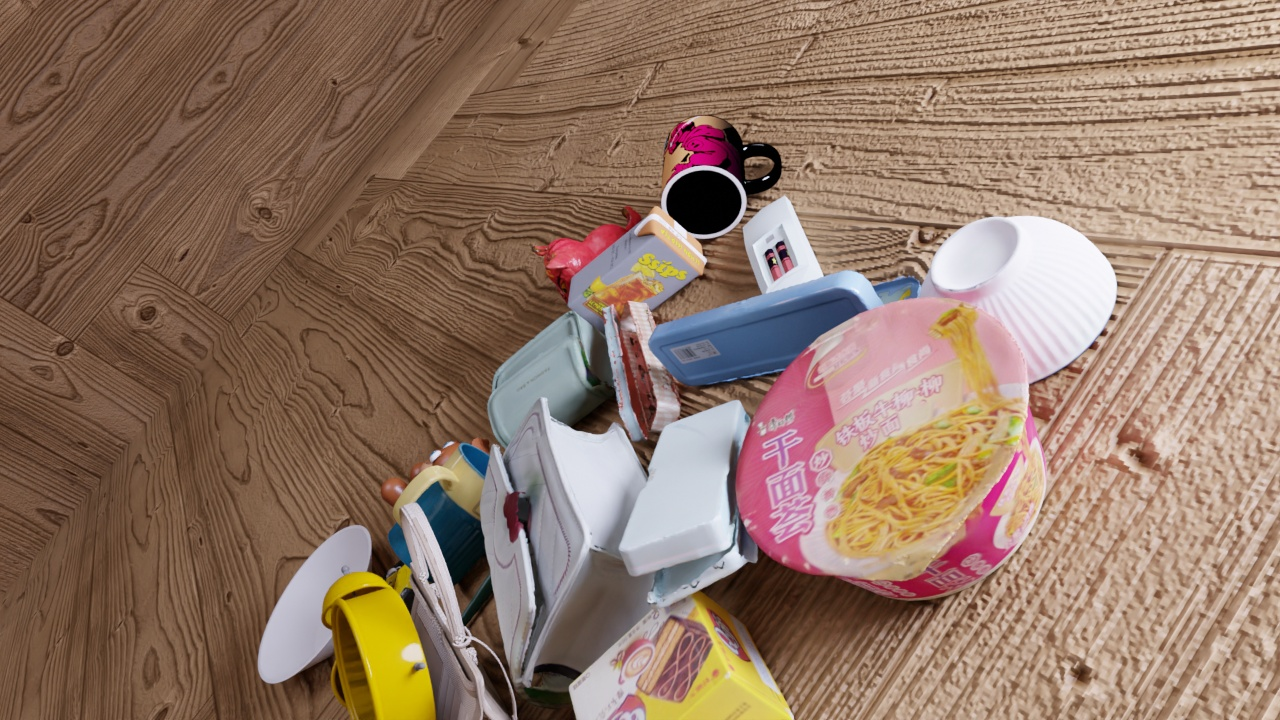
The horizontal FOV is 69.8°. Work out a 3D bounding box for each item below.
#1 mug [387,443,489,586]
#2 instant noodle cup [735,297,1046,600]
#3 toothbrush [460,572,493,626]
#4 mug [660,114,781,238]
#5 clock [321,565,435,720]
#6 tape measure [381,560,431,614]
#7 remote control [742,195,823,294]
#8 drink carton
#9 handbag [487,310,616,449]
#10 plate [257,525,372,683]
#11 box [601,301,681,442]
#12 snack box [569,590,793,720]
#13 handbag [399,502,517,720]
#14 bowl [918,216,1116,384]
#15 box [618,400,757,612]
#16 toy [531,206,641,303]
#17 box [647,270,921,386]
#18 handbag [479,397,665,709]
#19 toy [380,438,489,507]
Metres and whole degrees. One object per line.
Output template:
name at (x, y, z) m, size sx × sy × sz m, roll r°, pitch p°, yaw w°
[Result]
mug at (-0.172, 0.135, 0.819) m, size 0.107 × 0.113 × 0.083 m, roll -48°, pitch 55°, yaw 3°
instant noodle cup at (0.148, 0.058, 0.522) m, size 0.179 × 0.077 × 0.178 m, roll -32°, pitch 35°, yaw 25°
toothbrush at (-0.136, 0.198, 0.793) m, size 0.189 × 0.016 × 0.017 m, roll -53°, pitch 28°, yaw -9°
mug at (0.080, -0.185, 0.905) m, size 0.118 × 0.082 × 0.098 m, roll -8°, pitch 42°, yaw 11°
clock at (-0.181, 0.209, 0.631) m, size 0.052 × 0.113 × 0.152 m, roll -12°, pitch 17°, yaw -29°
tape measure at (-0.225, 0.218, 0.865) m, size 0.066 × 0.037 × 0.064 m, roll -37°, pitch 31°, yaw 19°
remote control at (0.118, -0.097, 0.794) m, size 0.050 × 0.024 × 0.143 m, roll -36°, pitch 32°, yaw 20°
drink carton at (-0.005, -0.084, 0.894) m, size 0.125 × 0.076 × 0.048 m, roll -35°, pitch 32°, yaw 30°
handbag at (-0.083, 0.022, 0.879) m, size 0.122 × 0.067 × 0.106 m, roll -36°, pitch 33°, yaw 20°
plate at (-0.323, 0.257, 0.951) m, size 0.174 × 0.036 × 0.173 m, roll -33°, pitch 33°, yaw 25°
box at (-0.011, 0.007, 0.815) m, size 0.188 × 0.062 × 0.058 m, roll -106°, pitch 18°, yaw -58°
snack box at (0.020, 0.201, 0.537) m, size 0.106 × 0.061 × 0.083 m, roll -45°, pitch 29°, yaw 8°
handbag at (-0.134, 0.189, 0.628) m, size 0.062 × 0.198 × 0.176 m, roll -18°, pitch 21°, yaw -22°
bowl at (0.219, -0.046, 0.563) m, size 0.118 × 0.062 × 0.117 m, roll -33°, pitch 33°, yaw 25°
box at (0.039, 0.083, 0.605) m, size 0.083 × 0.066 × 0.198 m, roll -47°, pitch 6°, yaw 18°
toy at (-0.047, -0.118, 0.968) m, size 0.132 × 0.094 × 0.088 m, roll -54°, pitch 29°, yaw -11°
box at (0.101, -0.034, 0.695) m, size 0.210 × 0.074 × 0.077 m, roll -13°, pitch 41°, yaw 46°
handbag at (-0.062, 0.133, 0.680) m, size 0.142 × 0.096 × 0.198 m, roll -59°, pitch 28°, yaw 17°
toy at (-0.197, 0.111, 0.910) m, size 0.128 × 0.065 × 0.094 m, roll -42°, pitch 1°, yaw 36°
